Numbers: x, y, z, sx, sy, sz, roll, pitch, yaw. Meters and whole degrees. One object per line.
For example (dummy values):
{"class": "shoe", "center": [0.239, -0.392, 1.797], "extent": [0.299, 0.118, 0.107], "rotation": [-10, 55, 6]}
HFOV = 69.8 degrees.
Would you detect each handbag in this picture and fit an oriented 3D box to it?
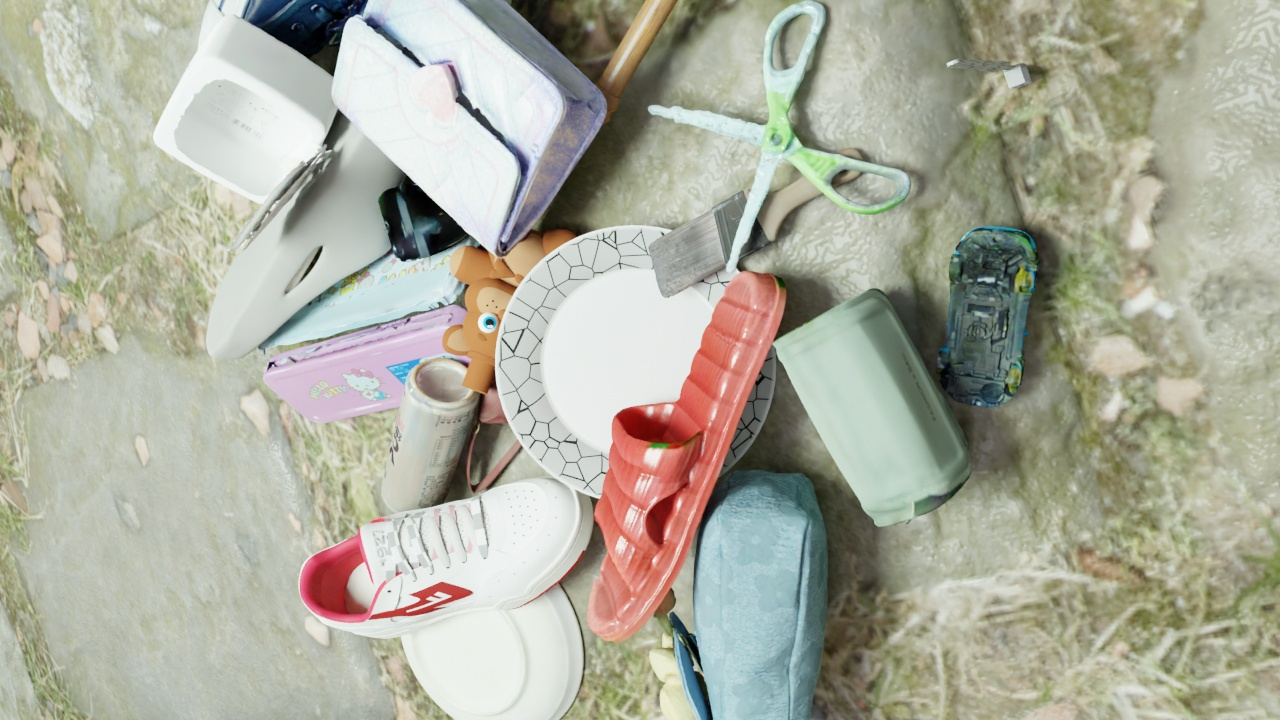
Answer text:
{"class": "handbag", "center": [0.139, 0.024, 0.536], "extent": [0.067, 0.106, 0.122], "rotation": [-29, 87, 25]}
{"class": "handbag", "center": [-0.110, 0.058, 0.704], "extent": [0.120, 0.055, 0.029], "rotation": [-62, 32, 29]}
{"class": "handbag", "center": [0.059, 0.167, 0.592], "extent": [0.119, 0.121, 0.192], "rotation": [2, 105, 7]}
{"class": "handbag", "center": [-0.115, -0.160, 0.580], "extent": [0.158, 0.069, 0.127], "rotation": [44, 120, 9]}

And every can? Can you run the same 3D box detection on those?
{"class": "can", "center": [-0.162, 0.061, 0.701], "extent": [0.054, 0.054, 0.136], "rotation": [39, 132, 15]}

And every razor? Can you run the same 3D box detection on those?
{"class": "razor", "center": [-0.131, -0.129, 0.658], "extent": [0.141, 0.063, 0.053], "rotation": [-40, 46, 13]}

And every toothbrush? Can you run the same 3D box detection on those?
{"class": "toothbrush", "center": [0.171, -0.138, 0.443], "extent": [0.010, 0.181, 0.010], "rotation": [-17, 95, 33]}

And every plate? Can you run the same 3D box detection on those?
{"class": "plate", "center": [-0.134, 0.231, 0.754], "extent": [0.183, 0.034, 0.182], "rotation": [6, 103, 26]}
{"class": "plate", "center": [-0.004, 0.003, 0.625], "extent": [0.188, 0.016, 0.188], "rotation": [1, 99, 4]}

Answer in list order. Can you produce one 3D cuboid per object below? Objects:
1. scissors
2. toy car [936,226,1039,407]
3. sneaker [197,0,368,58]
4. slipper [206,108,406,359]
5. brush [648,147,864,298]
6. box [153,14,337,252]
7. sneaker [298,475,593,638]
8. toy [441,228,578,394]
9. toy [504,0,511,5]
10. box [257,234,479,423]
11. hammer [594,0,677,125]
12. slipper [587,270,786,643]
{"class": "scissors", "center": [0.084, -0.135, 0.563], "extent": [0.171, 0.021, 0.172], "rotation": [21, 99, 13]}
{"class": "toy car", "center": [0.202, -0.026, 0.535], "extent": [0.048, 0.032, 0.105], "rotation": [8, 109, 24]}
{"class": "sneaker", "center": [-0.212, -0.273, 0.662], "extent": [0.127, 0.120, 0.295], "rotation": [41, 112, -5]}
{"class": "slipper", "center": [-0.246, -0.098, 0.721], "extent": [0.266, 0.080, 0.113], "rotation": [-51, 36, 15]}
{"class": "brush", "center": [0.072, -0.090, 0.581], "extent": [0.151, 0.012, 0.039], "rotation": [-27, 94, 16]}
{"class": "box", "center": [-0.277, -0.143, 0.634], "extent": [0.107, 0.133, 0.110], "rotation": [32, 135, -31]}
{"class": "sneaker", "center": [-0.155, 0.143, 0.684], "extent": [0.237, 0.104, 0.090], "rotation": [-21, 63, 21]}
{"class": "toy", "center": [-0.094, -0.040, 0.645], "extent": [0.095, 0.065, 0.127], "rotation": [22, 81, -16]}
{"class": "toy", "center": [-0.079, -0.309, 0.578], "extent": [0.131, 0.105, 0.206], "rotation": [39, 113, 18]}
{"class": "box", "center": [-0.204, -0.025, 0.741], "extent": [0.215, 0.090, 0.092], "rotation": [-12, 135, 27]}
{"class": "hammer", "center": [0.049, -0.271, 0.532], "extent": [0.163, 0.082, 0.318], "rotation": [42, 115, 13]}
{"class": "slipper", "center": [0.012, 0.052, 0.571], "extent": [0.059, 0.103, 0.249], "rotation": [23, 92, -14]}
